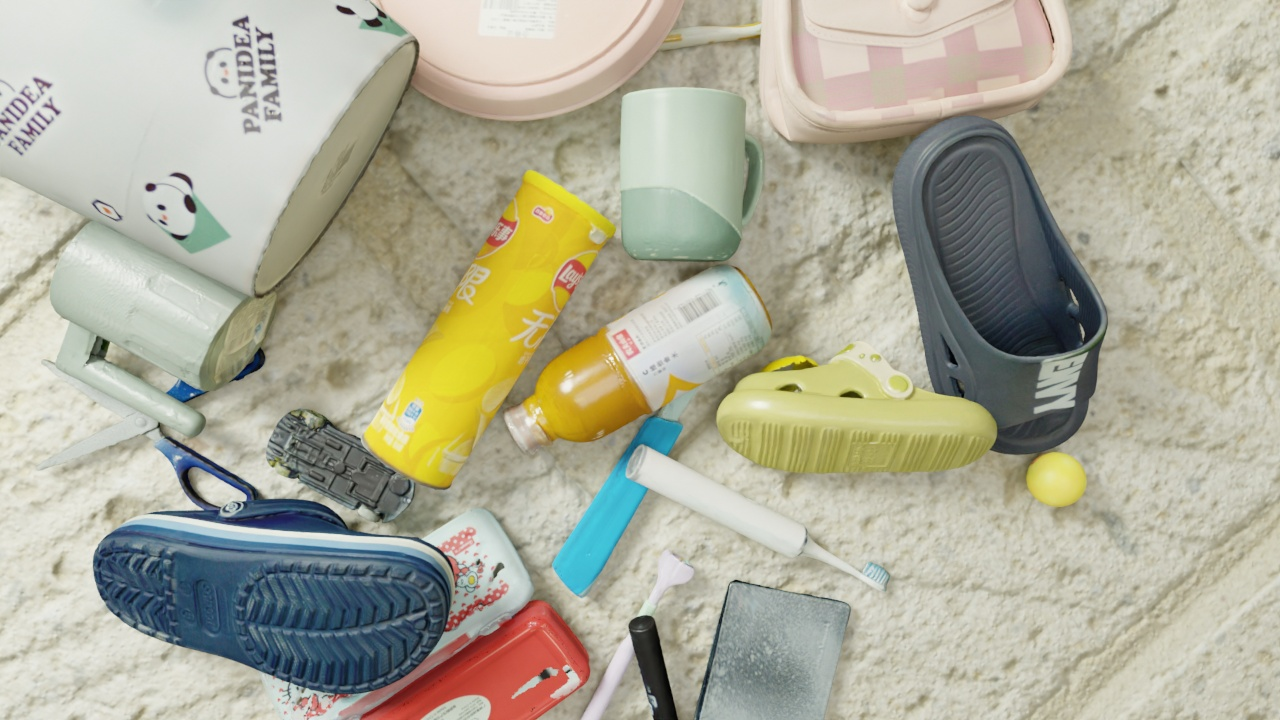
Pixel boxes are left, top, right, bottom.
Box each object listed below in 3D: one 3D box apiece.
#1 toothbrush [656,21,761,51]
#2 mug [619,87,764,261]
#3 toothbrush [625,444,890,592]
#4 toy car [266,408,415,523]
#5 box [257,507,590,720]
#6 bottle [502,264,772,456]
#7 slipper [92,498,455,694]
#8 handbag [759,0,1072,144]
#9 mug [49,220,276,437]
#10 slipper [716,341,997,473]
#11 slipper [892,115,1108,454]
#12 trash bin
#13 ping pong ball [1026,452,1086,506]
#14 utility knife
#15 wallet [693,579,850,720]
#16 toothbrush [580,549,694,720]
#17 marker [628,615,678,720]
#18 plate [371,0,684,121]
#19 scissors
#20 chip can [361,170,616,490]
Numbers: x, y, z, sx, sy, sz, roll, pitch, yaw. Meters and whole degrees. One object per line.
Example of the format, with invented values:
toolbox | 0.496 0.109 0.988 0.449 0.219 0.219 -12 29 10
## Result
toothbrush | 0.088 -0.236 0.641 0.191 0.016 0.018 -9 85 -4
mug | 0.039 -0.121 0.621 0.111 0.082 0.106 -3 96 -36
toothbrush | 0.090 0.119 0.662 0.221 0.027 0.026 28 84 -14
toy car | -0.205 0.073 0.636 0.105 0.031 0.049 29 93 -5
box | -0.153 0.217 0.645 0.201 0.060 0.161 -34 93 -2
bottle | -0.004 0.004 0.628 0.189 0.068 0.068 -30 97 -1
slipper | -0.237 0.147 0.616 0.253 0.095 0.105 4 114 12
handbag | 0.167 -0.266 0.596 0.193 0.093 0.234 -10 101 -5
mug | -0.310 -0.021 0.593 0.103 0.083 0.124 29 107 -1
slipper | 0.149 0.033 0.646 0.190 0.092 0.081 4 57 3
slipper | 0.245 -0.030 0.610 0.111 0.083 0.268 -28 117 2
trash bin | -0.282 -0.176 0.520 0.252 0.229 0.229 32 92 -12
ping pong ball | 0.306 0.087 0.675 0.040 0.040 0.040 0 95 -5
utility knife | -0.004 0.082 0.661 0.034 0.018 0.191 32 89 -13
wallet | 0.098 0.229 0.683 0.097 0.019 0.121 13 93 -8
toothbrush | -0.016 0.226 0.673 0.029 0.021 0.189 31 95 31
marker | 0.016 0.244 0.664 0.022 0.020 0.132 -21 108 -22
plate | -0.080 -0.271 0.594 0.229 0.028 0.229 0 88 5
scissors | -0.329 0.044 0.633 0.176 0.012 0.162 -35 98 -2
chip can | -0.102 -0.020 0.617 0.072 0.072 0.213 33 93 -7
